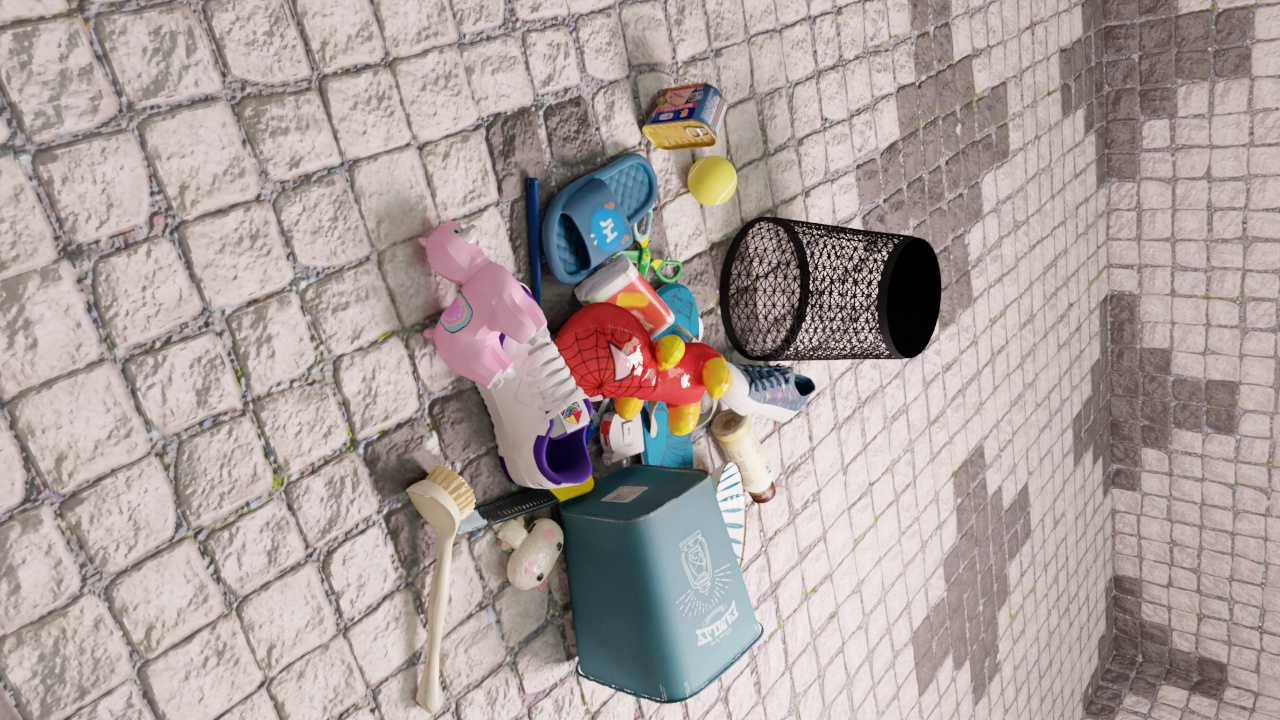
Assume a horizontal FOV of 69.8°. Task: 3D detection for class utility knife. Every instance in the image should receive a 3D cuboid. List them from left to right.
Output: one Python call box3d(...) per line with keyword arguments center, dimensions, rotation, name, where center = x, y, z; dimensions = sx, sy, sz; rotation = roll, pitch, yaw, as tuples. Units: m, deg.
box3d(center=(-0.136, 0.163, 1.051), dimensions=(0.202, 0.020, 0.028), rotation=(-13, 75, -42), name="utility knife")

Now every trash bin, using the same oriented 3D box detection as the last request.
box3d(center=(0.014, 0.258, 1.120), dimensions=(0.196, 0.200, 0.219), rotation=(-25, 107, -44), name="trash bin")
box3d(center=(0.275, -0.094, 1.302), dimensions=(0.216, 0.244, 0.217), rotation=(-10, 103, -47), name="trash bin")

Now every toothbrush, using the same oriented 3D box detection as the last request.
box3d(center=(-0.116, -0.110, 1.038), dimensions=(0.017, 0.016, 0.190), rotation=(-17, 108, -53), name="toothbrush")

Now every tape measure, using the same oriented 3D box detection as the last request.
box3d(center=(-0.023, 0.093, 1.148), dimensions=(0.060, 0.020, 0.062), rotation=(-16, 105, -46), name="tape measure")

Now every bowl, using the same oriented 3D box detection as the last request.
box3d(center=(0.092, 0.224, 1.263), dimensions=(0.177, 0.071, 0.177), rotation=(0, 90, -70), name="bowl")

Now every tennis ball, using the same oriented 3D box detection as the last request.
box3d(center=(0.095, -0.238, 1.213), dimensions=(0.065, 0.065, 0.065), rotation=(-10, 103, -47), name="tennis ball")

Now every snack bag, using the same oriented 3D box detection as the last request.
box3d(center=(-0.017, -0.067, 1.114), dimensions=(0.077, 0.036, 0.116), rotation=(-36, 131, 7), name="snack bag")

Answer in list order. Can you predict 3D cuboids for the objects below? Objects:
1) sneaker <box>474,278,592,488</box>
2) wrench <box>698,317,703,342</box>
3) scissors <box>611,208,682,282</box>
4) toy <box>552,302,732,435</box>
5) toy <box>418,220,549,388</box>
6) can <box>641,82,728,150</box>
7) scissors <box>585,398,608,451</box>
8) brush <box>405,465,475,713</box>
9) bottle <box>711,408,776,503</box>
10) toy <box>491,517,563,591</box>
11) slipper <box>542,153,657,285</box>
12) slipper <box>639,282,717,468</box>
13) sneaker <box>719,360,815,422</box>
box3d(center=(-0.108, 0.034, 0.996), dimensions=(0.091, 0.111, 0.244), rotation=(-27, 116, -42), name="sneaker")
box3d(center=(0.043, 0.070, 1.247), dimensions=(0.047, 0.009, 0.273), rotation=(18, 83, -48), name="wrench")
box3d(center=(0.006, -0.134, 1.163), dimensions=(0.125, 0.011, 0.131), rotation=(2, 88, -40), name="scissors")
box3d(center=(-0.006, 0.006, 1.081), dimensions=(0.216, 0.148, 0.098), rotation=(21, 35, -22), name="toy")
box3d(center=(-0.170, -0.057, 0.926), dimensions=(0.123, 0.157, 0.067), rotation=(-47, 180, 15), name="toy")
box3d(center=(0.056, -0.301, 1.135), dimensions=(0.054, 0.100, 0.059), rotation=(37, 68, -45), name="can")
box3d(center=(-0.054, 0.082, 1.137), dimensions=(0.133, 0.014, 0.127), rotation=(-54, 131, -26), name="scissors")
box3d(center=(-0.214, 0.242, 0.962), dimensions=(0.077, 0.062, 0.272), rotation=(-5, 104, -43), name="brush")
box3d(center=(0.157, 0.144, 1.349), dimensions=(0.056, 0.057, 0.162), rotation=(-51, 130, -30), name="bottle")
box3d(center=(-0.125, 0.221, 1.059), dimensions=(0.087, 0.050, 0.112), rotation=(-56, 136, -29), name="toy")
box3d(center=(-0.042, -0.175, 1.078), dimensions=(0.213, 0.059, 0.104), rotation=(-49, 127, -34), name="slipper")
box3d(center=(0.045, 0.047, 1.197), dimensions=(0.118, 0.060, 0.295), rotation=(-6, 98, -36), name="slipper")
box3d(center=(0.175, 0.030, 1.314), dimensions=(0.079, 0.087, 0.235), rotation=(-41, 150, 21), name="sneaker")
